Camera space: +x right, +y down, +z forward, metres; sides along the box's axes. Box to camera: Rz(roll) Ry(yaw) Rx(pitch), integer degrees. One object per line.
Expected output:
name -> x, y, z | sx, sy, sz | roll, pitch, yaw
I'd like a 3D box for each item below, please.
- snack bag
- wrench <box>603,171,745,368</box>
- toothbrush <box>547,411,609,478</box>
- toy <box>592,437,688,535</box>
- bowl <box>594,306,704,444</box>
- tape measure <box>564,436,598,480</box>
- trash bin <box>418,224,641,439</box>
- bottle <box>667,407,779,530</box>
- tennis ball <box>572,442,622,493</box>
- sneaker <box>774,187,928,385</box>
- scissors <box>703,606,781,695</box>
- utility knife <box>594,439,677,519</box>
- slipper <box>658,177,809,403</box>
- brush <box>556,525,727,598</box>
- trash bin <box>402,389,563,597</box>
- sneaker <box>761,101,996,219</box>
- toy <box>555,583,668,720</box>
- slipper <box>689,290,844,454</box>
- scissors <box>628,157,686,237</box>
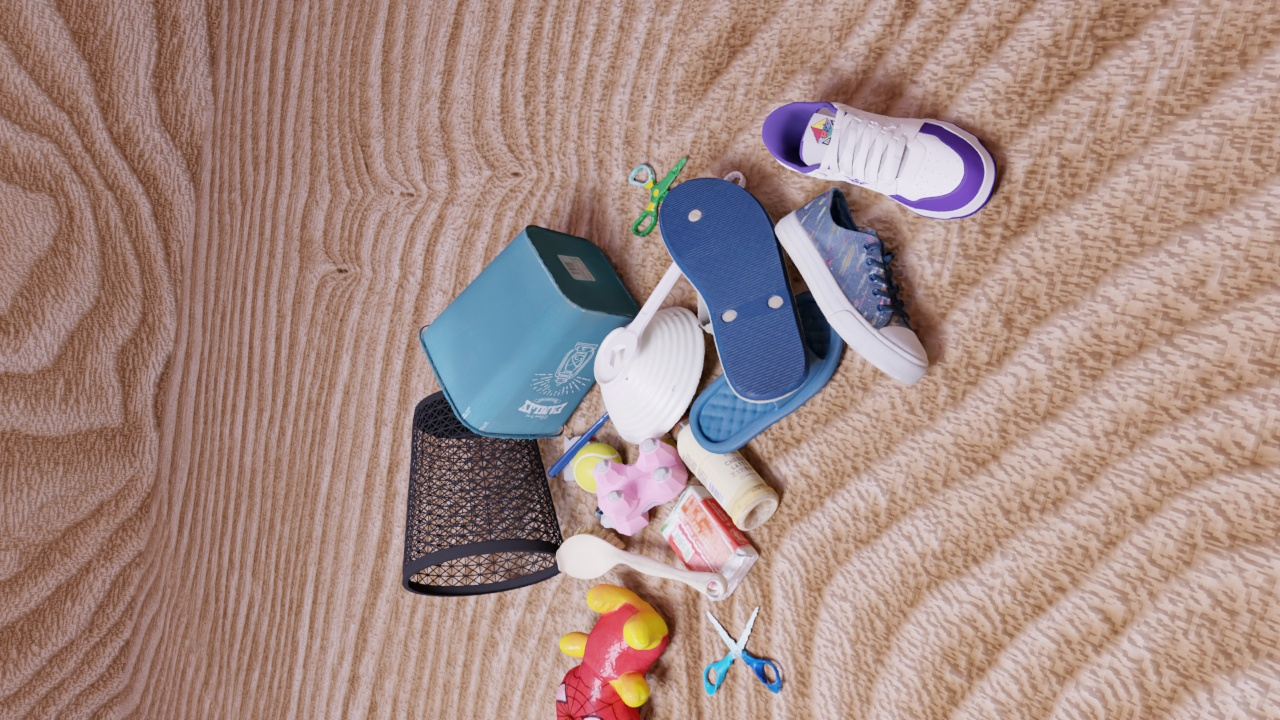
snack bag -> 0.077, 0.209, 1.054 | 0.116, 0.036, 0.077 | 50, 120, 38
wrench -> 0.041, -0.106, 1.063 | 0.047, 0.009, 0.273 | 28, 83, 47
toothbrush -> -0.059, 0.093, 1.205 | 0.190, 0.016, 0.017 | -46, 58, 22
toy -> -0.001, 0.156, 1.094 | 0.123, 0.157, 0.067 | -24, 62, 0
bowl -> -0.007, 0.006, 1.101 | 0.178, 0.070, 0.177 | -34, 44, 42
tape measure -> -0.081, 0.133, 1.243 | 0.062, 0.020, 0.060 | -7, 81, 47
trash bin -> -0.136, -0.041, 1.204 | 0.219, 0.196, 0.199 | -47, 60, 26
bottle -> 0.087, 0.117, 1.037 | 0.162, 0.056, 0.057 | 49, 121, 38
tennis ball -> -0.055, 0.138, 1.182 | 0.065, 0.065, 0.065 | -6, 81, 47
sneaker -> 0.217, -0.082, 0.902 | 0.079, 0.087, 0.235 | -47, 51, 27
scissors -> 0.111, 0.331, 1.025 | 0.133, 0.014, 0.127 | 35, 108, 48
utility knife -> -0.011, 0.155, 1.161 | 0.175, 0.028, 0.020 | -48, 48, 35
slipper -> 0.106, -0.079, 0.980 | 0.118, 0.060, 0.294 | -23, 60, 10
brush -> 0.001, 0.241, 1.081 | 0.273, 0.077, 0.062 | -1, 116, 48
trash bin -> -0.224, 0.177, 1.269 | 0.218, 0.216, 0.243 | -34, 56, 40
sneaker -> 0.218, -0.205, 0.888 | 0.244, 0.111, 0.092 | 28, 106, 45
toy -> -0.037, 0.388, 1.115 | 0.147, 0.098, 0.216 | 34, 110, 56
slipper -> 0.131, 0.017, 0.979 | 0.214, 0.059, 0.103 | -47, 56, 16
scissors -> 0.020, -0.218, 1.177 | 0.126, 0.011, 0.127 | -50, 53, 33
